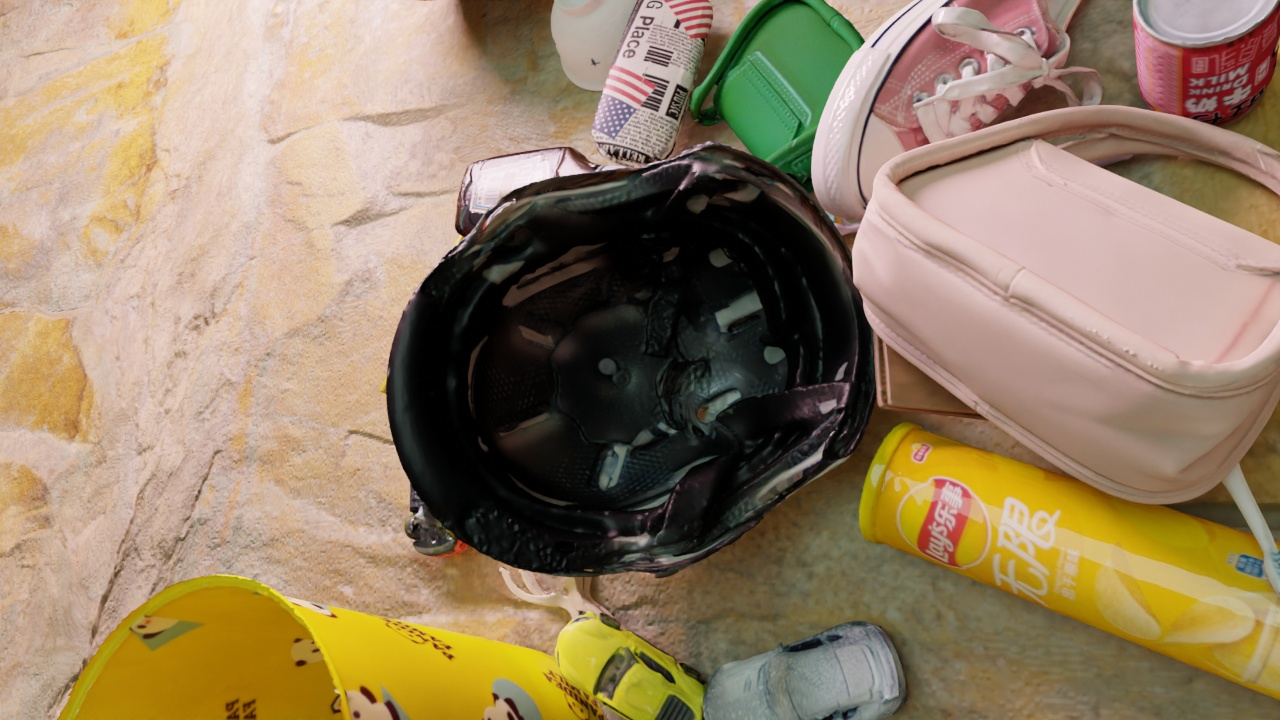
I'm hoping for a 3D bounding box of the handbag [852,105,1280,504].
[{"bbox_3d":[0.243,-0.059,0.453,0.233,0.093,0.193,-33,53,-22],"label":"handbag"}]

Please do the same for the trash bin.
[{"bbox_3d":[-0.152,0.250,0.518,0.230,0.255,0.229,-11,68,28],"label":"trash bin"}]

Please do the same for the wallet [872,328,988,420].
[{"bbox_3d":[0.185,-0.016,0.515,0.115,0.020,0.101,5,70,-12],"label":"wallet"}]

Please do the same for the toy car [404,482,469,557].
[{"bbox_3d":[-0.148,0.089,0.701,0.053,0.045,0.120,-9,75,31],"label":"toy car"}]

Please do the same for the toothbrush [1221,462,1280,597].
[{"bbox_3d":[0.266,0.017,0.449,0.026,0.026,0.220,116,158,-44],"label":"toothbrush"}]

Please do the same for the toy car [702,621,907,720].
[{"bbox_3d":[0.091,0.189,0.525,0.121,0.036,0.054,-26,62,19],"label":"toy car"}]

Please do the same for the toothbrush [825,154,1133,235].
[{"bbox_3d":[0.204,-0.107,0.575,0.189,0.029,0.021,-13,107,25],"label":"toothbrush"}]

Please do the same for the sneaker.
[{"bbox_3d":[0.203,-0.176,0.545,0.241,0.118,0.088,-47,39,-4],"label":"sneaker"}]

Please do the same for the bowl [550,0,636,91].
[{"bbox_3d":[-0.033,-0.290,0.754,0.118,0.064,0.118,-10,69,27],"label":"bowl"}]

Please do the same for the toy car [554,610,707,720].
[{"bbox_3d":[-0.008,0.198,0.572,0.105,0.032,0.048,29,91,16],"label":"toy car"}]

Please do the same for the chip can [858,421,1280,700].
[{"bbox_3d":[0.221,0.096,0.461,0.214,0.072,0.072,19,84,34],"label":"chip can"}]

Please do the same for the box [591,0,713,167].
[{"bbox_3d":[0.010,-0.214,0.691,0.069,0.052,0.164,10,66,22],"label":"box"}]

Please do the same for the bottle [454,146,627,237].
[{"bbox_3d":[-0.058,-0.130,0.725,0.195,0.044,0.079,1,74,30],"label":"bottle"}]

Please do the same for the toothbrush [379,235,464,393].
[{"bbox_3d":[-0.179,-0.058,0.789,0.017,0.015,0.190,22,85,39],"label":"toothbrush"}]

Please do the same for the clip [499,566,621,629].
[{"bbox_3d":[-0.044,0.147,0.625,0.102,0.035,0.095,17,84,30],"label":"clip"}]

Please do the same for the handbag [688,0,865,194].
[{"bbox_3d":[0.102,-0.178,0.630,0.120,0.068,0.131,-40,57,14],"label":"handbag"}]

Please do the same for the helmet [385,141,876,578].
[{"bbox_3d":[-0.003,0.003,0.560,0.274,0.157,0.230,-27,87,-3],"label":"helmet"}]

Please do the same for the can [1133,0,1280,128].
[{"bbox_3d":[0.303,-0.171,0.492,0.067,0.093,0.066,-11,68,27],"label":"can"}]
